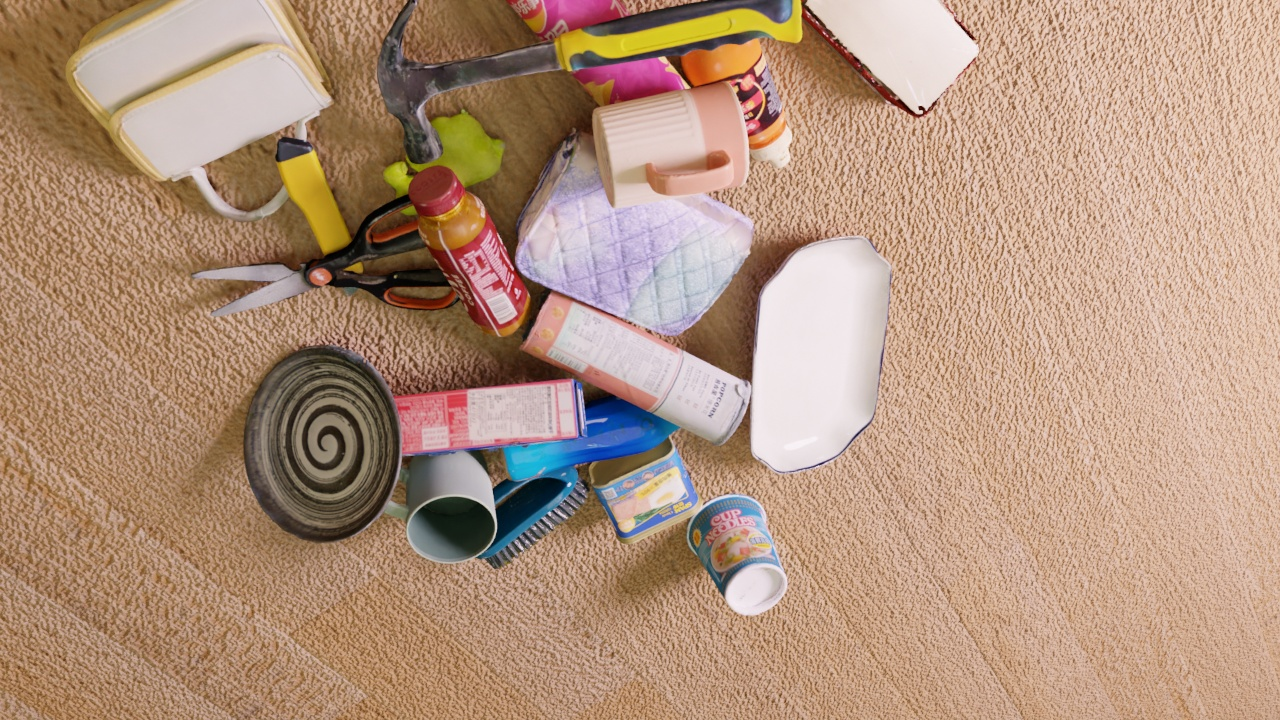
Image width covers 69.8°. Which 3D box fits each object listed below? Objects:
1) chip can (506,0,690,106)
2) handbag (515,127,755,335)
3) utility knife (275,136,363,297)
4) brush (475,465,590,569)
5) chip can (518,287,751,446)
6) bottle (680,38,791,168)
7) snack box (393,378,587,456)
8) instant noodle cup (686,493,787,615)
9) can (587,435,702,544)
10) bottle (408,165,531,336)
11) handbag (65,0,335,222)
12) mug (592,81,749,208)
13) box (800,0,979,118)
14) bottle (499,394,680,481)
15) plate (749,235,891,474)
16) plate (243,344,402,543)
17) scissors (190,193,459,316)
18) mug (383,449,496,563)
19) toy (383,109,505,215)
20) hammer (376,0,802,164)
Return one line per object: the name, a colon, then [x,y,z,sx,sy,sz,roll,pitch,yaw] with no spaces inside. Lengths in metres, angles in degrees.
chip can: [-0.033,-0.258,0.742,0.071,0.071,0.210,-41,120,10]
handbag: [-0.011,-0.112,0.824,0.193,0.075,0.134,23,124,-26]
utility knife: [-0.269,-0.118,0.777,0.033,0.015,0.168,-19,137,-10]
brush: [-0.125,0.155,0.958,0.144,0.055,0.073,-39,121,9]
chip can: [-0.005,0.005,0.869,0.214,0.071,0.071,26,110,-12]
bottle: [0.093,-0.227,0.801,0.067,0.066,0.149,-35,128,6]
snack box: [-0.154,0.056,0.857,0.207,0.057,0.058,-6,83,5]
instant noodle cup: [0.113,0.220,1.023,0.099,0.110,0.099,-6,119,-12]
can: [0.004,0.135,0.979,0.102,0.057,0.083,-25,119,0]
bottle: [-0.143,-0.089,0.773,0.057,0.057,0.175,-22,146,-2]
handbag: [-0.323,-0.194,0.715,0.163,0.063,0.179,-24,125,2]
mug: [0.025,-0.158,0.705,0.106,0.114,0.082,-12,128,-6]
box: [0.209,-0.290,0.783,0.168,0.076,0.091,32,107,-28]
bottle: [-0.034,0.069,0.927,0.218,0.065,0.065,-11,120,-7]
plate: [0.176,-0.005,0.943,0.161,0.034,0.266,-14,121,-21]
plate: [-0.286,0.075,0.836,0.180,0.024,0.179,0,89,22]
scissors: [-0.256,-0.070,0.800,0.227,0.021,0.198,-34,136,12]
mug: [-0.200,0.131,0.895,0.111,0.106,0.082,11,116,-20]
toy: [-0.168,-0.166,0.783,0.096,0.031,0.100,6,121,-20]
hammer: [-0.041,-0.237,0.692,0.323,0.031,0.126,-9,130,6]
